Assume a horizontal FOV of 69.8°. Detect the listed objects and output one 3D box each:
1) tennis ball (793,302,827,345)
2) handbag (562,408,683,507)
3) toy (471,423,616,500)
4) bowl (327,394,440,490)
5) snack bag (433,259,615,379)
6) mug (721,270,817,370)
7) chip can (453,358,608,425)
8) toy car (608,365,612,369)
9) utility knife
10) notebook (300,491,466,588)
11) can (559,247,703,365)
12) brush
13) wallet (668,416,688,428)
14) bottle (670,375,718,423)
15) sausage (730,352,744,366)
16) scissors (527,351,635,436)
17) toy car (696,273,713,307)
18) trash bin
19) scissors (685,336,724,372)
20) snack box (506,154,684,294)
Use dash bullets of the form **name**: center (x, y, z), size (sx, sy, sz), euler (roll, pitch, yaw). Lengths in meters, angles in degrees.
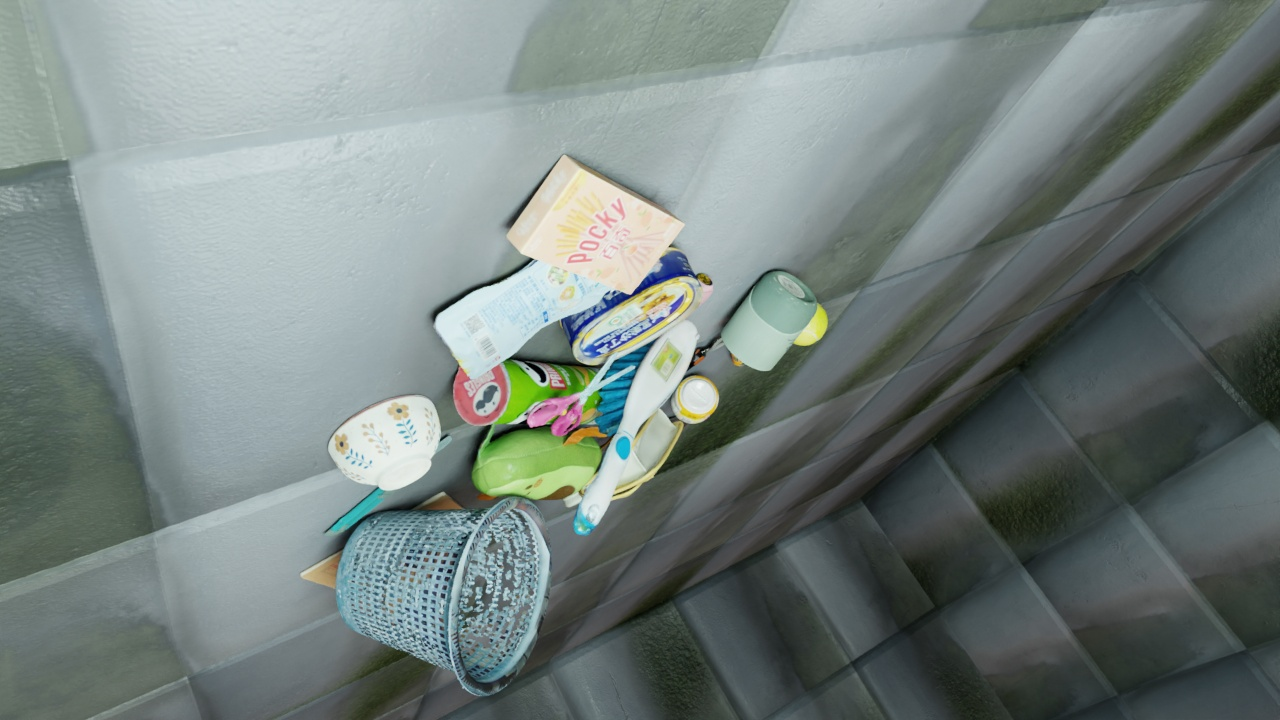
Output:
- **tennis ball**: center (0.228, -0.054, 1.280), size (0.065, 0.065, 0.065), euler (-28, 159, -12)
- **handbag**: center (-0.030, 0.145, 1.284), size (0.179, 0.063, 0.163), euler (-38, -174, 28)
- **toy**: center (-0.123, 0.130, 1.159), size (0.228, 0.090, 0.246), euler (-35, 159, 27)
- **bowl**: center (-0.251, 0.092, 0.932), size (0.113, 0.062, 0.114), euler (-28, 161, -11)
- **snack bag**: center (-0.093, -0.058, 0.843), size (0.191, 0.039, 0.110), euler (-33, 143, -7)
- **mug**: center (0.169, -0.057, 1.165), size (0.107, 0.082, 0.111), euler (-56, 173, 28)
- **chip can**: center (-0.102, 0.036, 1.004), size (0.072, 0.072, 0.235), euler (-40, 159, 21)
- **toy car**: center (-0.007, 0.007, 1.127), size (0.091, 0.036, 0.043), euler (-45, 155, 22)
- **utility knife**: center (-0.292, 0.148, 1.067), size (0.210, 0.013, 0.029), euler (-39, 159, 17)
- **notebook**: center (-0.337, 0.248, 1.241), size (0.207, 0.008, 0.148), euler (-30, 159, -6)
- **can**: center (-0.010, -0.054, 0.928), size (0.148, 0.049, 0.074), euler (-30, 142, 7)
- **brush**: center (-0.016, 0.063, 0.972), size (0.110, 0.060, 0.313), euler (-22, -152, 50)
- **wallet**: center (0.019, 0.121, 1.447), size (0.122, 0.020, 0.097), euler (-11, 156, -47)
- **bottle**: center (0.075, 0.061, 1.329), size (0.063, 0.063, 0.108), euler (-27, 171, -13)
- **sausage**: center (0.136, -0.013, 1.279), size (0.021, 0.021, 0.165), euler (-33, 168, 1)
- **scissors**: center (-0.061, 0.041, 0.954), size (0.133, 0.017, 0.129), euler (-29, 154, -22)
- **toy car**: center (0.039, -0.068, 1.019), size (0.122, 0.037, 0.056), euler (-9, 151, -49)
- **trash bin**: center (-0.242, 0.264, 1.097), size (0.195, 0.226, 0.226), euler (5, 171, 22)
- **scissors**: center (0.054, 0.006, 1.239), size (0.220, 0.021, 0.223), euler (-18, 158, -47)
- **snack box**: center (-0.034, -0.111, 0.782), size (0.085, 0.026, 0.157), euler (-51, 148, 16)
